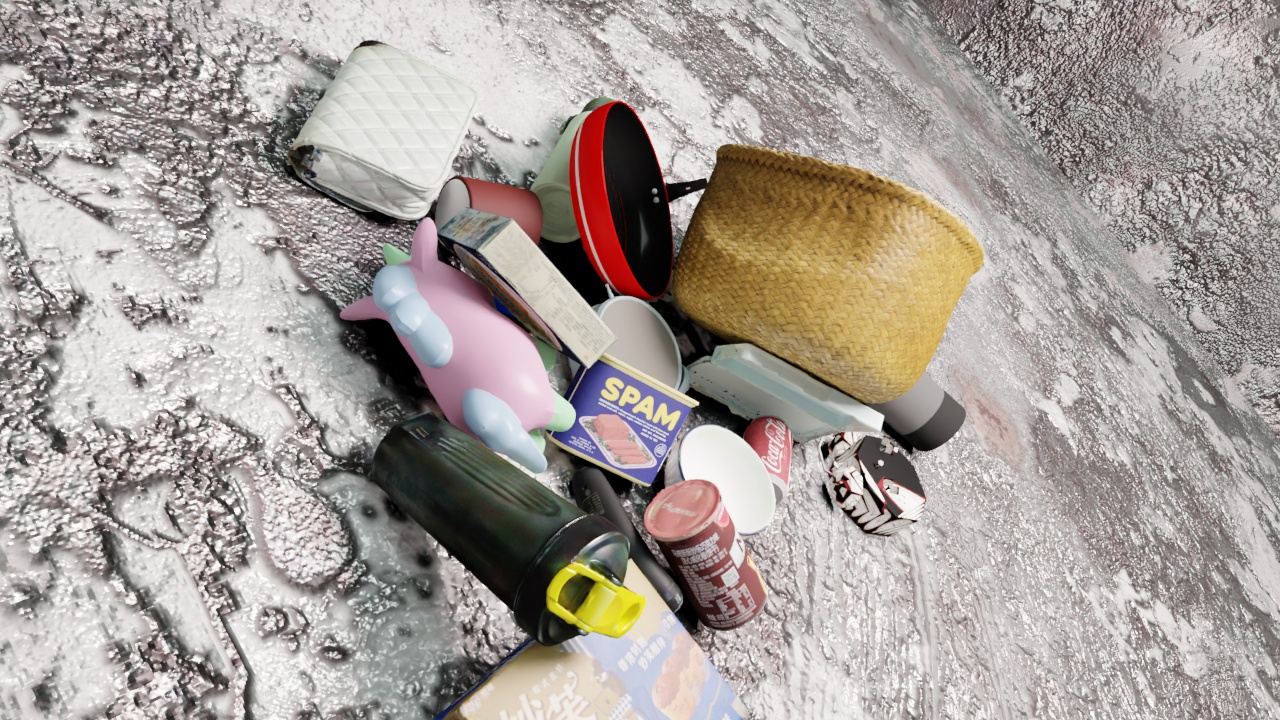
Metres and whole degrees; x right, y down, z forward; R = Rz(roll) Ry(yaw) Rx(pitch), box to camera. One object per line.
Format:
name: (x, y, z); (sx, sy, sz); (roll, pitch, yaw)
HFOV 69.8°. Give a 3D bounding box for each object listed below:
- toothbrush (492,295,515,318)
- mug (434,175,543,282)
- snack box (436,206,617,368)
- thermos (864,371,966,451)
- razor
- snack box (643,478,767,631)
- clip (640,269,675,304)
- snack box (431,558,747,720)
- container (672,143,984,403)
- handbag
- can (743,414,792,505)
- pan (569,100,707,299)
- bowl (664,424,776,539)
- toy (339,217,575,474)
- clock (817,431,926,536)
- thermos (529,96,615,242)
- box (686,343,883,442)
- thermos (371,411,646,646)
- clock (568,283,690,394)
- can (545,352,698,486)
toothbrush: (-0.118, -0.047, 0.909); (0.182, 0.018, 0.016); (21, 70, -30)
mug: (-0.151, -0.124, 0.912); (0.082, 0.073, 0.105); (3, 84, -41)
snack box: (-0.104, -0.068, 0.819); (0.042, 0.145, 0.144); (-47, 117, -9)
thermos: (0.309, 0.015, 1.199); (0.240, 0.082, 0.082); (41, 39, -8)
razor: (-0.016, 0.162, 0.809); (0.151, 0.054, 0.067); (60, 13, 27)
snack box: (0.059, 0.171, 0.805); (0.121, 0.072, 0.072); (62, 31, -27)
clip: (0.028, -0.097, 1.070); (0.058, 0.050, 0.101); (14, 49, -18)
snack box: (-0.034, 0.267, 0.676); (0.155, 0.069, 0.202); (51, 39, 7)
container: (0.193, -0.083, 1.002); (0.307, 0.196, 0.307); (25, 1, -1)
handbag: (-0.248, -0.224, 0.901); (0.138, 0.073, 0.194); (24, 44, -14)
can: (0.134, 0.106, 0.982); (0.054, 0.054, 0.096); (34, 40, -16)
pan: (0.008, -0.185, 1.044); (0.355, 0.067, 0.209); (-40, 120, -68)
bowl: (0.067, 0.128, 0.894); (0.118, 0.062, 0.117); (24, 44, -26)
toy: (-0.146, -0.004, 0.767); (0.171, 0.120, 0.222); (31, 23, -41)
clock: (0.271, 0.134, 1.075); (0.154, 0.065, 0.114); (32, 41, -19)
thermos: (-0.069, -0.232, 1.068); (0.082, 0.083, 0.230); (35, 41, -15)
box: (0.149, 0.038, 0.992); (0.197, 0.135, 0.040); (27, 70, -24)
thermos: (-0.100, 0.120, 0.667); (0.221, 0.098, 0.097); (32, 31, 27)
clock: (-0.005, 0.006, 0.932); (0.159, 0.045, 0.122); (49, 42, -15)
can: (-0.019, 0.052, 0.848); (0.116, 0.092, 0.056); (28, 0, -22)
